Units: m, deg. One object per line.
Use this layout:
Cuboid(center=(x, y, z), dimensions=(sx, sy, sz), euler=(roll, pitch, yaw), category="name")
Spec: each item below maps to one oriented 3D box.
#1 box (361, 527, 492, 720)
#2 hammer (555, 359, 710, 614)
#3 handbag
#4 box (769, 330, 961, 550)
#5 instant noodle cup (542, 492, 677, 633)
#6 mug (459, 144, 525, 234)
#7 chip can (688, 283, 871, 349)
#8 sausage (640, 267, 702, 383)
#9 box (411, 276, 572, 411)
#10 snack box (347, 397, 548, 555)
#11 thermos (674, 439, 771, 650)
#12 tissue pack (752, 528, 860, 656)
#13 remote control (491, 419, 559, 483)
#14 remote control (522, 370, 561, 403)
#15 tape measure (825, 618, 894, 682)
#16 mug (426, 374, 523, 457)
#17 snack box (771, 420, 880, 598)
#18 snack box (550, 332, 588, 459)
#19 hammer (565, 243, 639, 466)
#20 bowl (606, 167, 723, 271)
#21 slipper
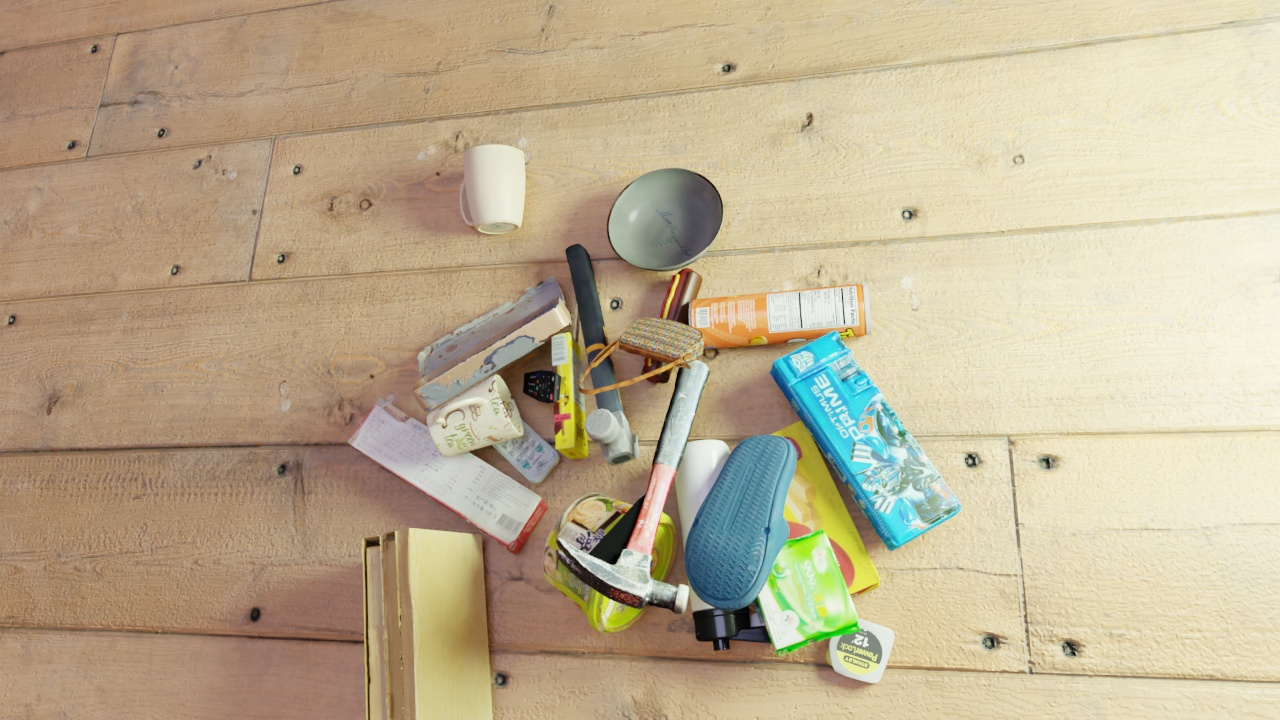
Cuboid(center=(-0.260, 0.329, 1.055), dimensions=(0.149, 0.141, 0.248), euler=(-15, 68, 18), category="box")
Cuboid(center=(0.016, 0.116, 0.998), dimensions=(0.140, 0.036, 0.325), euler=(14, 47, 7), category="hammer")
Cuboid(center=(-0.006, 0.006, 1.038), dimensions=(0.094, 0.195, 0.043), euler=(17, 120, 27), category="handbag")
Cuboid(center=(0.245, 0.091, 1.030), dimensions=(0.090, 0.066, 0.243), euler=(-27, 67, -10), category="box")
Cuboid(center=(-0.038, 0.220, 1.029), dimensions=(0.098, 0.146, 0.146), euler=(25, 79, 31), category="instant noodle cup")
Cuboid(center=(-0.208, -0.228, 1.260), dimensions=(0.112, 0.085, 0.104), euler=(-13, 79, 40), category="mug")
Cuboid(center=(0.167, -0.052, 1.104), dimensions=(0.210, 0.062, 0.062), euler=(-5, 71, 13), category="chip can")
Cuboid(center=(0.039, -0.044, 1.148), dimensions=(0.040, 0.040, 0.155), euler=(15, 76, 19), category="sausage")
Cuboid(center=(-0.191, -0.025, 1.171), dimensions=(0.216, 0.063, 0.157), euler=(-31, 34, 3), category="box")
Cuboid(center=(-0.246, 0.144, 1.160), dimensions=(0.273, 0.044, 0.076), euler=(27, 75, 21), category="snack box")
Cuboid(center=(0.098, 0.206, 1.038), dimensions=(0.101, 0.069, 0.229), euler=(-6, 71, -1), category="thermos")
Cuboid(center=(0.168, 0.244, 0.971), dimensions=(0.099, 0.034, 0.114), euler=(-19, 71, 1), category="tissue pack")
Cuboid(center=(-0.160, 0.099, 1.162), dimensions=(0.133, 0.022, 0.050), euler=(39, 86, 23), category="remote control")
Cuboid(center=(-0.122, 0.031, 1.134), dimensions=(0.010, 0.125, 0.039), euler=(4, 90, -24), category="remote control")
Cuboid(center=(0.236, 0.310, 0.989), dimensions=(0.064, 0.017, 0.065), euler=(15, 76, 19), category="tape measure")
Cuboid(center=(-0.207, 0.069, 1.102), dimensions=(0.097, 0.122, 0.081), euler=(-23, 75, 2), category="mug")
Cuboid(center=(0.185, 0.176, 1.034), dimensions=(0.092, 0.042, 0.200), euler=(-24, 68, 5), category="snack box")
Cuboid(center=(-0.089, 0.044, 1.141), dimensions=(0.026, 0.061, 0.148), euler=(-9, 70, 10), category="snack box")
Cuboid(center=(-0.054, -0.017, 1.128), dimensions=(0.035, 0.139, 0.312), euler=(-18, 59, 8), category="hammer")
Cuboid(center=(0.036, -0.170, 1.180), dimensions=(0.151, 0.057, 0.150), euler=(-5, 68, 13), category="bowl")
Cuboid(center=(0.111, 0.171, 0.980), dimensions=(0.104, 0.059, 0.213), euler=(-2, 48, 31), category="slipper")
